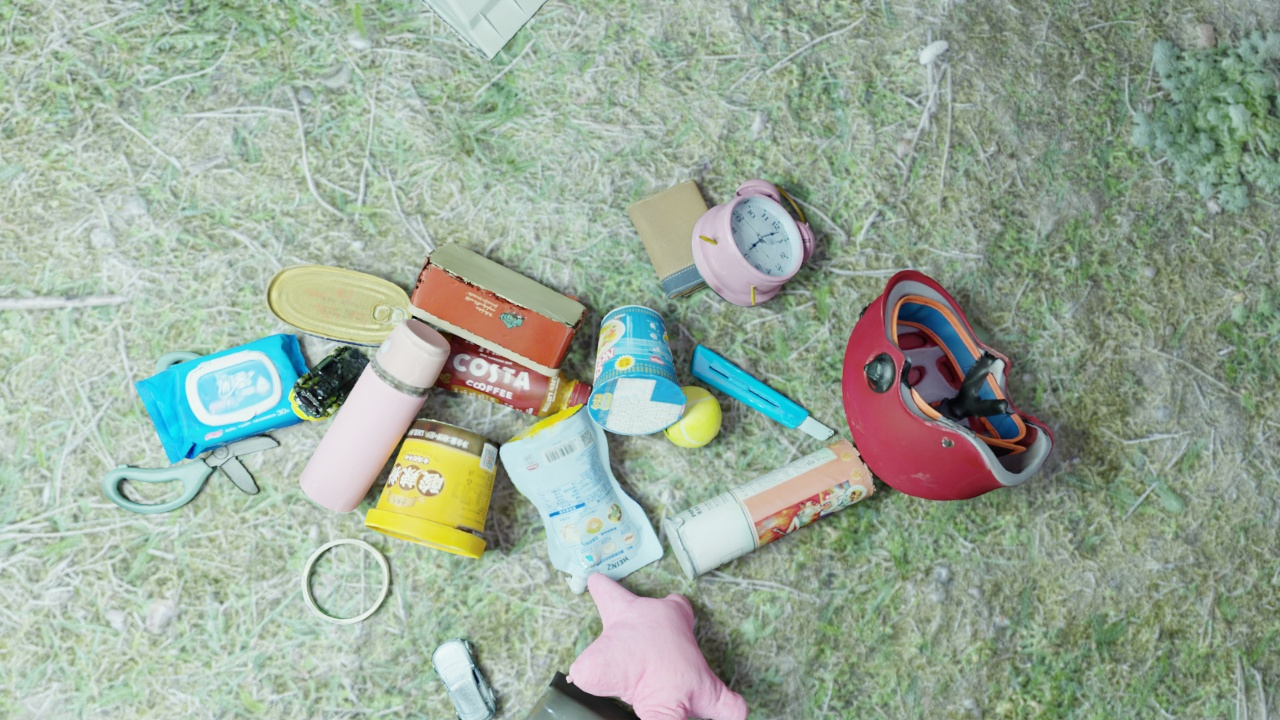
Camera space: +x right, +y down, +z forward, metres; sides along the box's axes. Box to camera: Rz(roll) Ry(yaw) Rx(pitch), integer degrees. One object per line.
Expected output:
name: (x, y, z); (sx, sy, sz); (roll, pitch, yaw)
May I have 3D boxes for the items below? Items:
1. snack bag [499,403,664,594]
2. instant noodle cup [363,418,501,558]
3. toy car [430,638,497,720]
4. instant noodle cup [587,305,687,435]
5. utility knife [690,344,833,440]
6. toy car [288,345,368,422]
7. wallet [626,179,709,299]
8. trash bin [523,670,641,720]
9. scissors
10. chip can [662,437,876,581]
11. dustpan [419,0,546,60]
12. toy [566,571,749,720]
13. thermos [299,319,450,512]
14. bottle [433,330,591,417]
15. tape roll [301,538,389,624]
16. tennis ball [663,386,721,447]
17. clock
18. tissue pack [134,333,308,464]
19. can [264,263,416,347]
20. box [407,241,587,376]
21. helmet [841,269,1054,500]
snack bag: (-0.060, 0.147, 0.945); (0.110, 0.039, 0.191); (-28, 105, -16)
instant noodle cup: (-0.199, 0.127, 0.913); (0.118, 0.119, 0.114); (17, 74, -4)
toy car: (-0.179, 0.327, 0.929); (0.043, 0.034, 0.090); (-27, 85, -5)
instant noodle cup: (-0.006, 0.006, 0.944); (0.099, 0.099, 0.109); (2, 48, -6)
utility knife: (0.133, 0.040, 1.005); (0.179, 0.018, 0.034); (30, 80, -3)
toy car: (-0.313, 0.025, 0.929); (0.048, 0.105, 0.032); (46, 124, -9)
wallet: (0.046, -0.133, 1.010); (0.090, 0.033, 0.115); (-25, 85, -11)
trash bin: (-0.037, 0.426, 0.859); (0.220, 0.199, 0.198); (33, 81, 5)
scissors: (-0.471, 0.087, 0.934); (0.179, 0.019, 0.170); (-35, 91, -12)
chip can: (0.135, 0.154, 0.964); (0.214, 0.071, 0.071); (-23, 86, -9)
dustpan: (-0.211, -0.510, 1.040); (0.222, 0.143, 0.258); (-49, 119, -9)
toy: (0.001, 0.283, 0.888); (0.178, 0.075, 0.194); (5, 38, -37)
thermos: (-0.263, 0.049, 0.911); (0.067, 0.087, 0.199); (25, 105, -32)
bottle: (-0.139, 0.020, 0.958); (0.175, 0.057, 0.057); (17, 81, -3)
tape roll: (-0.301, 0.225, 0.938); (0.086, 0.014, 0.085); (1, 83, -6)
tennis ball: (0.053, 0.060, 0.969); (0.065, 0.065, 0.065); (1, 83, -6)
clock: (0.128, -0.132, 0.989); (0.117, 0.060, 0.158); (49, 52, -7)
tissue pack: (-0.408, 0.035, 0.916); (0.156, 0.052, 0.095); (-21, 84, -25)
can: (-0.308, -0.055, 0.953); (0.148, 0.049, 0.074); (10, 82, -5)
box: (-0.142, -0.062, 0.942); (0.168, 0.091, 0.077); (25, 112, -3)
helmet: (0.289, 0.041, 0.951); (0.206, 0.144, 0.240); (-2, 60, -43)
